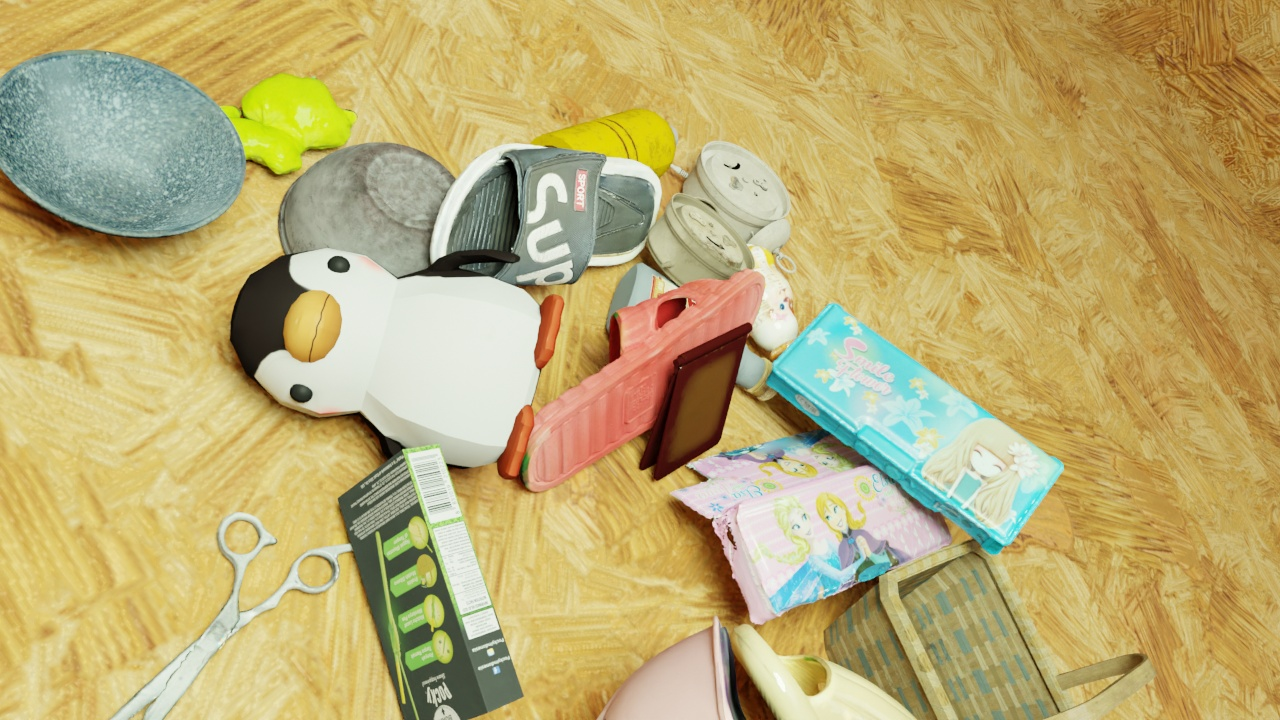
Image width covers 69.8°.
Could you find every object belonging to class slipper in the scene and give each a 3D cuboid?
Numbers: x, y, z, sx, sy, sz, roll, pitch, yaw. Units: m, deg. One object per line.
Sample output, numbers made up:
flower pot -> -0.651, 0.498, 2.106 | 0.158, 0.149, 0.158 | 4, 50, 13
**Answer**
slipper -> -0.004, 0.004, 0.687 | 0.248, 0.104, 0.059 | -36, 58, -25
slipper -> -0.050, -0.107, 0.701 | 0.063, 0.111, 0.263 | 22, 19, 26
slipper -> 0.159, 0.274, 0.629 | 0.079, 0.111, 0.261 | -35, 90, -6

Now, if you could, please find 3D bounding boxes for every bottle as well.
bottle -> -0.024, -0.186, 0.825 | 0.163, 0.071, 0.071 | -31, 83, -45
bottle -> 0.110, -0.051, 0.840 | 0.063, 0.063, 0.109 | -8, 64, -40
bottle -> 0.051, -0.016, 0.787 | 0.161, 0.046, 0.072 | 29, 48, -19

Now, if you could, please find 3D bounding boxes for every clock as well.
clock -> 0.047, -0.105, 0.808 | 0.093, 0.055, 0.140 | 31, 29, -23
clock -> 0.100, -0.143, 0.900 | 0.103, 0.061, 0.157 | -16, 65, -45

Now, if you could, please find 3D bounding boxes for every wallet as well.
wallet -> 0.043, 0.031, 0.705 | 0.018, 0.116, 0.091 | 34, 38, 28

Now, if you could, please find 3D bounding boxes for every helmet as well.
helmet -> 0.038, 0.277, 0.488 | 0.152, 0.230, 0.255 | -20, 78, 3

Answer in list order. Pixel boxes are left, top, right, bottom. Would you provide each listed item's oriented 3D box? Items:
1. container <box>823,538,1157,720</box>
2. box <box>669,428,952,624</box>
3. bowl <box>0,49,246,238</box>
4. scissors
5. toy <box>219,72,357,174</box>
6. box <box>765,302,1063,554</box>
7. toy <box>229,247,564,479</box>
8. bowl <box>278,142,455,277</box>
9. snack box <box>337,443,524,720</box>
container -> 0.271, 0.259, 0.674 | 0.157, 0.187, 0.249 | -7, 66, -40
box -> 0.137, 0.108, 0.727 | 0.230, 0.063, 0.160 | -8, 47, -41
bowl -> -0.321, -0.118, 0.563 | 0.137, 0.057, 0.136 | 19, 52, -26
scissors -> -0.215, 0.148, 0.499 | 0.117, 0.014, 0.161 | 21, 48, -25
toy -> -0.257, -0.171, 0.663 | 0.094, 0.036, 0.093 | 15, 59, -21
box -> 0.236, 0.041, 0.772 | 0.227, 0.085, 0.169 | 39, 33, 17
toy -> -0.161, -0.007, 0.586 | 0.184, 0.140, 0.159 | 16, 85, -17
bowl -> -0.175, -0.103, 0.656 | 0.144, 0.067, 0.144 | 19, 52, -27
snack box -> -0.123, 0.132, 0.525 | 0.025, 0.080, 0.147 | -6, 69, -48
